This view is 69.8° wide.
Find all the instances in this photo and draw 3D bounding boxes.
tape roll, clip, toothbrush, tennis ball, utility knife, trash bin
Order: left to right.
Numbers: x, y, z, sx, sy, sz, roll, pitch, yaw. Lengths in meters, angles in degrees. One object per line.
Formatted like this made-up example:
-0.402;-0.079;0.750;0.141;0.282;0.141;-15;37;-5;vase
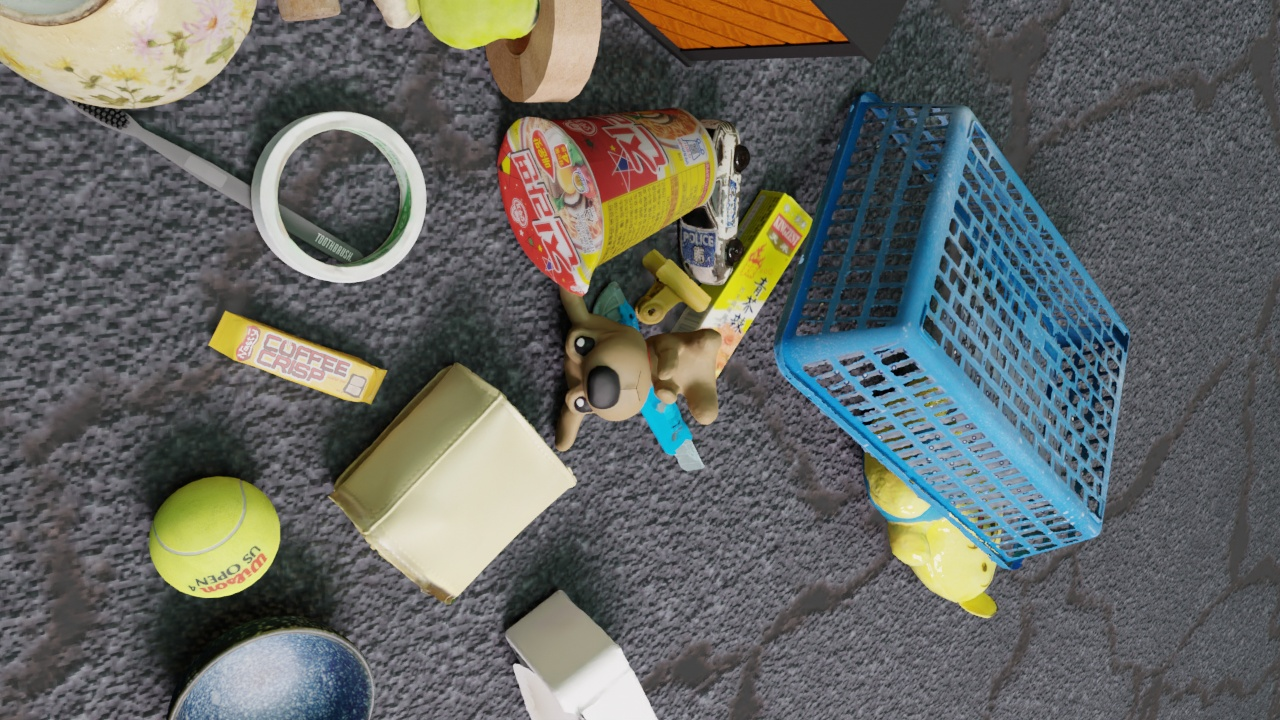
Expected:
-0.232;0.096;0.503;0.065;0.065;0.065;-10;110;-31;tennis ball
-0.219;-0.093;0.487;0.167;0.013;0.013;33;84;-38;toothbrush
-0.166;-0.090;0.511;0.093;0.018;0.094;-10;106;-38;tape roll
-0.057;-0.192;0.511;0.027;0.094;0.094;-10;110;-31;tape roll
0.008;0.020;0.669;0.031;0.015;0.175;-32;121;-5;utility knife
0.018;-0.049;0.651;0.054;0.047;0.047;38;47;-36;clip
0.061;-0.268;0.517;0.139;0.172;0.139;29;87;-36;trash bin

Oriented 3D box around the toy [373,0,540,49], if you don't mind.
-0.108;-0.211;0.476;0.043;0.118;0.092;-50;144;-66;toy

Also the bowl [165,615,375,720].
-0.223;0.198;0.544;0.114;0.061;0.114;-10;109;-32;bowl

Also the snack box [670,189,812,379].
0.071;-0.055;0.679;0.040;0.029;0.148;36;83;-36;snack box

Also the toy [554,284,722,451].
-0.004;0.003;0.599;0.108;0.105;0.134;1;108;-1;toy

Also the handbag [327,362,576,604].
-0.115;0.080;0.571;0.119;0.081;0.111;-47;132;-14;handbag

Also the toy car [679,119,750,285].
0.045;-0.108;0.632;0.040;0.048;0.113;-11;110;-35;toy car

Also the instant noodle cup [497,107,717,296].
-0.015;-0.114;0.570;0.112;0.100;0.100;-27;118;-33;instant noodle cup

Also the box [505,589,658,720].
-0.053;0.242;0.645;0.095;0.102;0.107;-35;121;-18;box

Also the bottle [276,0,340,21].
-0.178;-0.243;0.432;0.067;0.068;0.157;-22;116;-26;bottle

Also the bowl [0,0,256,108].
-0.240;-0.177;0.380;0.145;0.063;0.145;-2;111;-5;bowl

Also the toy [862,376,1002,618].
0.265;0.124;0.824;0.214;0.084;0.148;48;57;-35;toy

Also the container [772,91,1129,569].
0.274;-0.017;0.724;0.362;0.089;0.256;38;61;-32;container

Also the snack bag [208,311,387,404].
-0.193;0.000;0.527;0.099;0.020;0.026;26;88;-36;snack bag
